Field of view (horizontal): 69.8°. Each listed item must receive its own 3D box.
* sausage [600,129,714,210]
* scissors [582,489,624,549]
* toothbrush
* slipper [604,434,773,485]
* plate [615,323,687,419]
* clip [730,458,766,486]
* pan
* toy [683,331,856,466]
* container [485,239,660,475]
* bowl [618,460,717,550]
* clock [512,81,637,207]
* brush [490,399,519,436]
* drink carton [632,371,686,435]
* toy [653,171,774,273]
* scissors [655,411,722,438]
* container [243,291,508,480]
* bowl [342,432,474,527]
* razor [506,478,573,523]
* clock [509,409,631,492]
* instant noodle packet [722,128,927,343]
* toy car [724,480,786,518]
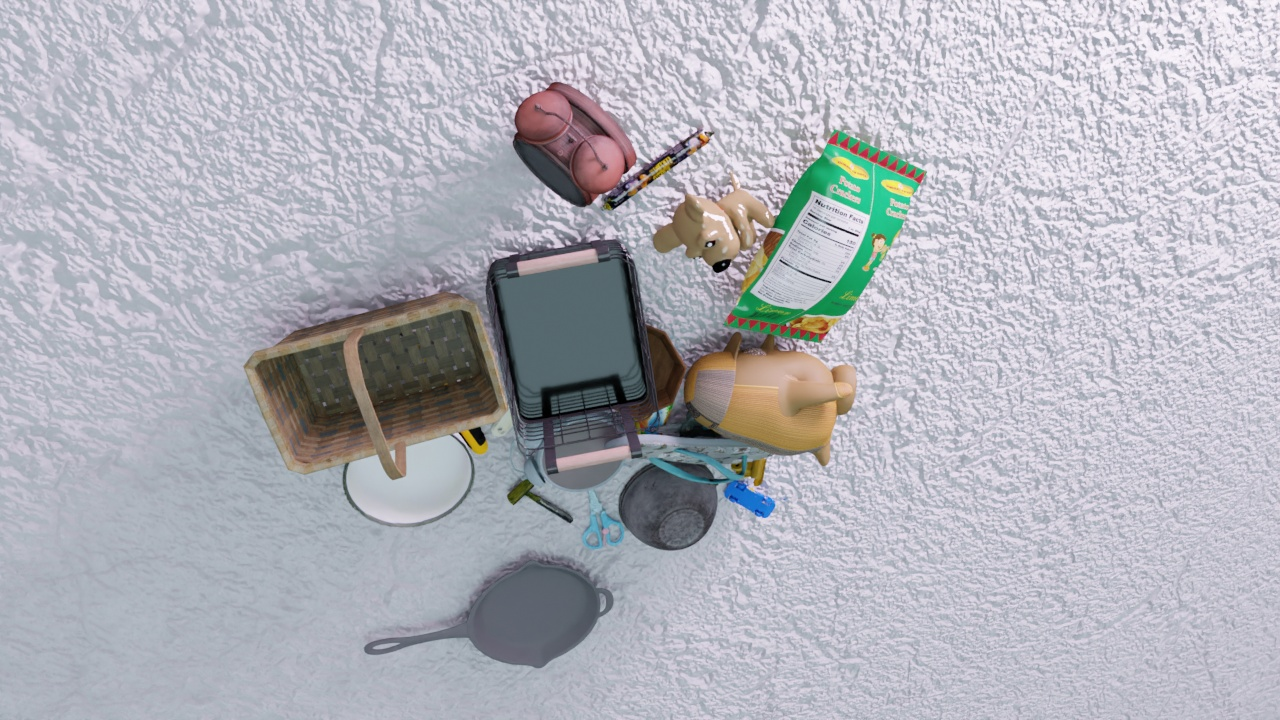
[{"bbox_3d":[0.018,-0.217,1.040,0.155,0.020,0.020,-34,124,5],"label":"sausage"},{"bbox_3d":[-0.064,0.212,1.282,0.063,0.015,0.139,-17,118,-3],"label":"scissors"},{"bbox_3d":[-0.235,0.039,1.111,0.031,0.031,0.197,-19,120,11],"label":"toothbrush"},{"bbox_3d":[0.067,0.134,1.206,0.268,0.054,0.098,8,159,-35],"label":"slipper"},{"bbox_3d":[-0.006,0.007,1.136,0.131,0.025,0.131,5,112,13],"label":"plate"},{"bbox_3d":[0.154,0.159,1.301,0.047,0.052,0.039,-6,129,22],"label":"clip"},{"bbox_3d":[-0.214,0.374,1.321,0.354,0.024,0.217,-8,122,-13],"label":"pan"},{"bbox_3d":[0.154,0.040,1.175,0.203,0.199,0.162,10,75,-12],"label":"toy"},{"bbox_3d":[-0.075,-0.014,1.031,0.163,0.130,0.241,-10,109,-4],"label":"container"},{"bbox_3d":[0.048,0.213,1.280,0.145,0.067,0.145,-8,122,-13],"label":"bowl"},{"bbox_3d":[-0.069,-0.217,0.927,0.120,0.158,0.072,41,82,-5],"label":"clock"},{"bbox_3d":[-0.123,0.014,1.140,0.033,0.012,0.218,27,110,-29],"label":"brush"},{"bbox_3d":[0.022,0.050,1.188,0.038,0.044,0.129,8,119,-22],"label":"drink carton"},{"bbox_3d":[0.089,-0.157,1.053,0.108,0.134,0.105,-24,84,-22],"label":"toy"},{"bbox_3d":[0.082,0.080,1.222,0.137,0.019,0.129,-41,135,-10],"label":"scissors"},{"bbox_3d":[-0.278,0.029,0.980,0.250,0.186,0.158,-15,115,-5],"label":"container"},{"bbox_3d":[-0.283,0.123,1.119,0.153,0.072,0.154,-7,121,-12],"label":"bowl"},{"bbox_3d":[-0.129,0.195,1.243,0.042,0.026,0.106,-44,127,9],"label":"razor"},{"bbox_3d":[-0.090,0.114,1.191,0.159,0.045,0.123,-6,121,-16],"label":"clock"},{"bbox_3d":[0.223,-0.136,1.099,0.195,0.090,0.253,7,119,-43],"label":"instant noodle packet"},{"bbox_3d":[0.171,0.197,1.344,0.092,0.061,0.033,29,111,2],"label":"toy car"}]
